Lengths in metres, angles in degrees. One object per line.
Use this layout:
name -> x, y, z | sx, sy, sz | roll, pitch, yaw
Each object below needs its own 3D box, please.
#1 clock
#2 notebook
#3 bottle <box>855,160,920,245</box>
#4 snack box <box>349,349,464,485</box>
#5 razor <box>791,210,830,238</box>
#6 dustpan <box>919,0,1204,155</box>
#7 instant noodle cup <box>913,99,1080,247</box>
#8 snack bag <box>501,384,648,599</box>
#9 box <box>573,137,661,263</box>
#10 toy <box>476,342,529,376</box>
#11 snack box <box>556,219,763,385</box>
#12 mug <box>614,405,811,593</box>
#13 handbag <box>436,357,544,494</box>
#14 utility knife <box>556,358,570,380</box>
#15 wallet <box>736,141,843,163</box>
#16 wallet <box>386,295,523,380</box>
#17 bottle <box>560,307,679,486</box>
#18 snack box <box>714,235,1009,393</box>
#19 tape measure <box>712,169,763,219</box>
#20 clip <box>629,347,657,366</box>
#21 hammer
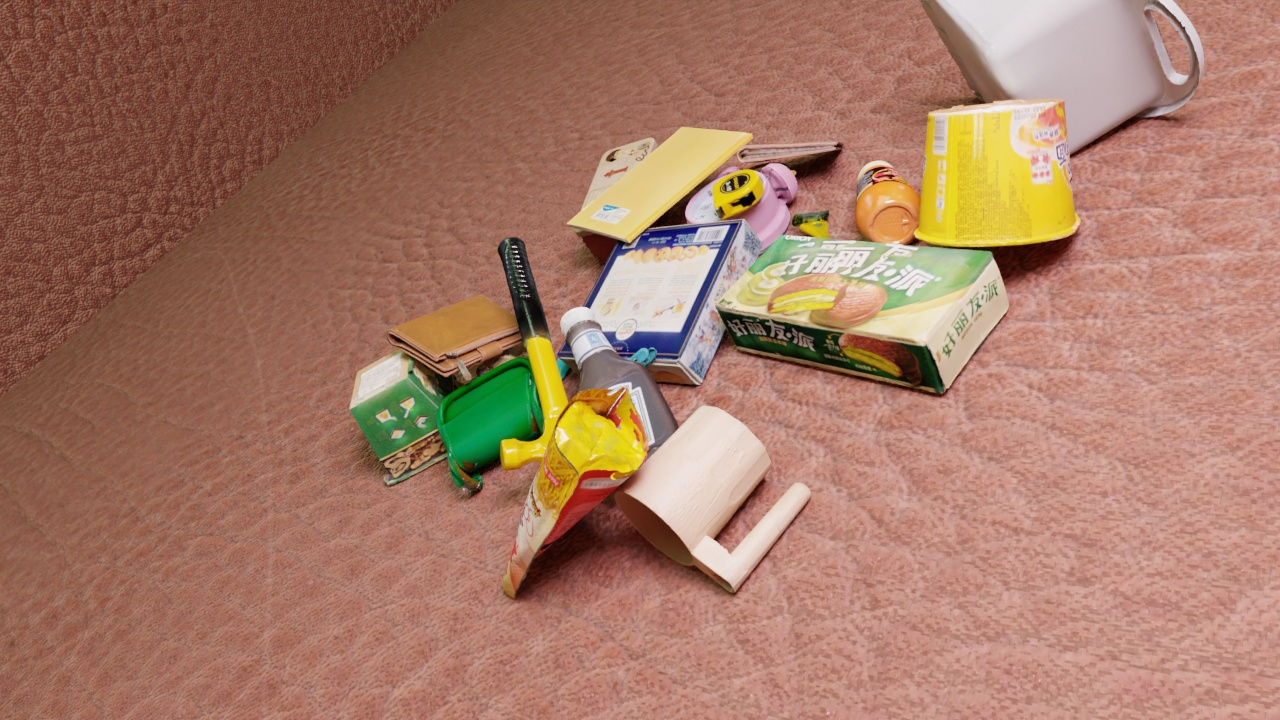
clock -> 0.118, -0.180, 1.067 | 0.117, 0.060, 0.158 | 6, 48, 44
notebook -> 0.021, -0.217, 1.109 | 0.206, 0.010, 0.146 | -42, 33, -16
bottle -> 0.250, -0.169, 0.943 | 0.067, 0.067, 0.149 | -21, 27, 18
snack box -> -0.270, 0.052, 1.053 | 0.117, 0.105, 0.118 | -28, 31, 8
razor -> 0.204, -0.126, 0.951 | 0.043, 0.028, 0.132 | -6, 25, -16
dustpan -> 0.388, -0.309, 0.868 | 0.143, 0.222, 0.257 | -34, 41, 20
instant noodle cup -> 0.306, -0.165, 0.792 | 0.138, 0.110, 0.138 | -6, 16, 2
snack bag -> -0.063, 0.108, 0.763 | 0.208, 0.073, 0.128 | -56, 7, 50
box -> -0.016, -0.205, 1.213 | 0.091, 0.080, 0.167 | -10, 45, 31
toy -> -0.161, -0.013, 1.096 | 0.105, 0.066, 0.157 | 11, 29, -10
snack box -> 0.019, -0.064, 0.984 | 0.178, 0.046, 0.182 | 3, 59, 44
mug -> 0.058, 0.109, 0.730 | 0.125, 0.084, 0.103 | 33, 66, 29
handbag -> -0.147, 0.069, 0.969 | 0.131, 0.068, 0.120 | -27, 41, 6
utility knife -> -0.071, -0.027, 1.075 | 0.029, 0.013, 0.150 | -6, 43, 40
wallet -> 0.179, -0.248, 1.085 | 0.115, 0.020, 0.101 | -1, 12, 18
wallet -> -0.196, -0.029, 1.027 | 0.119, 0.035, 0.130 | 31, 40, 32
bottle -> -0.026, 0.029, 0.863 | 0.080, 0.044, 0.194 | -31, 56, 4
snack box -> 0.191, -0.049, 0.826 | 0.114, 0.063, 0.240 | -46, 34, -22
tape measure -> 0.106, -0.180, 0.998 | 0.057, 0.029, 0.059 | -22, 35, 16
clip -> -0.006, 0.005, 0.902 | 0.047, 0.014, 0.057 | -8, -27, -49
hammer -> -0.105, -0.016, 0.949 | 0.128, 0.033, 0.300 | -6, 51, -19
